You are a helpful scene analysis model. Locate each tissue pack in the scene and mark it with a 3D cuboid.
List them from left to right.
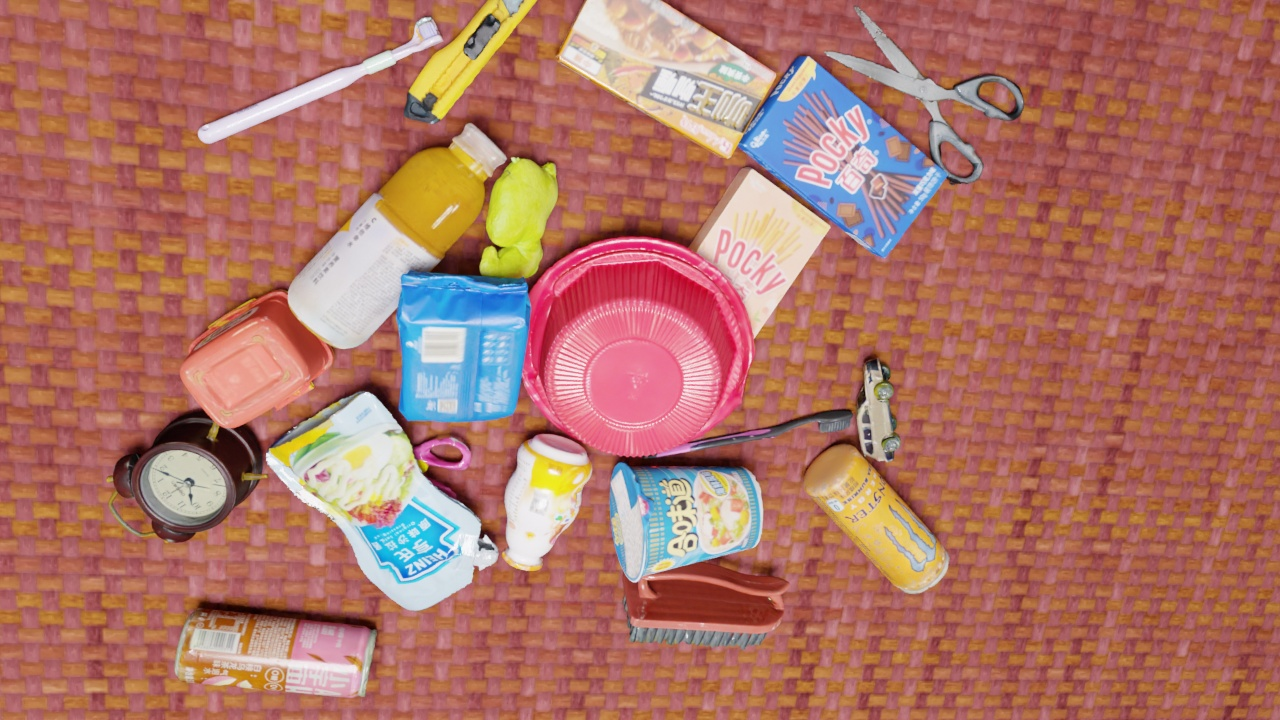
[{"bbox_3d":[-0.135,-0.008,0.695,0.095,0.052,0.157,2,139,-12],"label":"tissue pack"}]

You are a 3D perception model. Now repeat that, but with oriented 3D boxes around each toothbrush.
[{"bbox_3d":[-0.233,-0.200,0.664,0.189,0.029,0.021,-25,145,-1],"label":"toothbrush"},{"bbox_3d":[0.095,0.068,0.797,0.189,0.014,0.018,-11,119,-6],"label":"toothbrush"}]

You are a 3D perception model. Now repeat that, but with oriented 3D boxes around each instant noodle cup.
[{"bbox_3d":[-0.004,0.004,0.713,0.194,0.065,0.194,0,116,-1],"label":"instant noodle cup"},{"bbox_3d":[0.040,0.129,0.766,0.109,0.099,0.099,-3,106,-17],"label":"instant noodle cup"}]

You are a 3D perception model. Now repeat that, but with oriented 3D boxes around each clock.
[{"bbox_3d":[-0.349,0.093,0.701,0.122,0.055,0.082,-30,109,7],"label":"clock"}]

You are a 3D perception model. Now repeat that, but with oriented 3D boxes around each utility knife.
[{"bbox_3d":[-0.109,-0.250,0.673,0.033,0.015,0.193,39,95,-20],"label":"utility knife"}]

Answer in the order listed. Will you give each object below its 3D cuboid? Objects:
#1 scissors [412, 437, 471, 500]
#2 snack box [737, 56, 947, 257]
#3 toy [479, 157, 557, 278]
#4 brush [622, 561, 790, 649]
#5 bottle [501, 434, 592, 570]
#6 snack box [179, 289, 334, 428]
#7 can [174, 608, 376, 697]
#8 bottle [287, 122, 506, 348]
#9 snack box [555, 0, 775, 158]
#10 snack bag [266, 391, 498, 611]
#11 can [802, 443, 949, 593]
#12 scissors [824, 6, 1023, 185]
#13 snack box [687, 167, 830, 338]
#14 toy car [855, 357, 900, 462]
[{"bbox_3d":[-0.210,0.087,0.750,0.137,0.017,0.077,11,112,-8],"label":"scissors"},{"bbox_3d":[0.163,-0.162,0.739,0.157,0.026,0.084,34,97,-17],"label":"snack box"},{"bbox_3d":[-0.091,-0.102,0.691,0.031,0.096,0.100,19,133,24],"label":"toy"},{"bbox_3d":[0.059,0.211,0.803,0.145,0.063,0.069,9,116,-13],"label":"brush"},{"bbox_3d":[-0.082,0.117,0.753,0.063,0.063,0.108,17,101,-14],"label":"bottle"},{"bbox_3d":[-0.284,0.003,0.678,0.091,0.080,0.082,-32,109,-1],"label":"snack box"},{"bbox_3d":[-0.296,0.240,0.752,0.147,0.058,0.058,11,103,-12],"label":"can"},{"bbox_3d":[-0.176,-0.094,0.676,0.068,0.068,0.189,43,92,-17],"label":"bottle"},{"bbox_3d":[0.020,-0.223,0.698,0.153,0.026,0.075,27,99,-16],"label":"snack box"},{"bbox_3d":[-0.202,0.120,0.739,0.110,0.038,0.191,-32,111,5],"label":"snack bag"},{"bbox_3d":[0.209,0.141,0.813,0.058,0.058,0.146,-43,108,3],"label":"can"},{"bbox_3d":[0.236,-0.217,0.747,0.170,0.014,0.159,-15,105,-4],"label":"scissors"},{"bbox_3d":[0.075,-0.069,0.749,0.084,0.026,0.157,32,98,-16],"label":"snack box"},{"bbox_3d":[0.204,0.042,0.793,0.035,0.042,0.090,-6,113,11],"label":"toy car"}]
